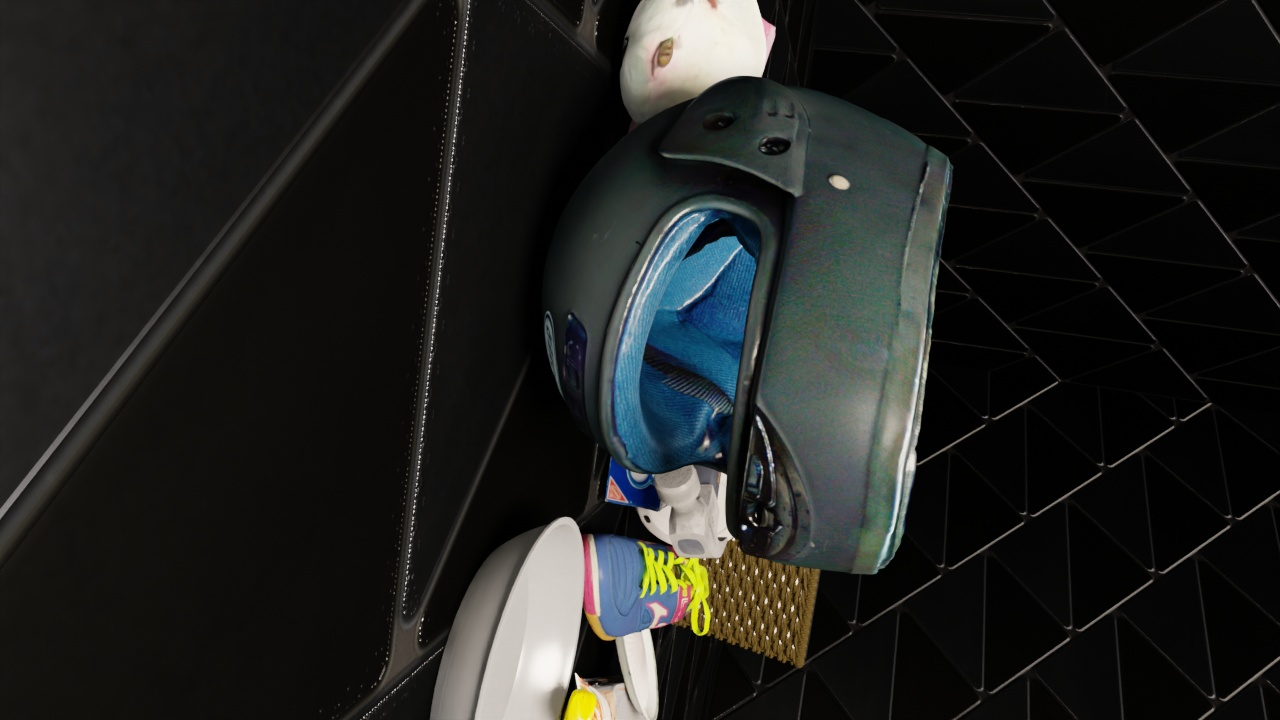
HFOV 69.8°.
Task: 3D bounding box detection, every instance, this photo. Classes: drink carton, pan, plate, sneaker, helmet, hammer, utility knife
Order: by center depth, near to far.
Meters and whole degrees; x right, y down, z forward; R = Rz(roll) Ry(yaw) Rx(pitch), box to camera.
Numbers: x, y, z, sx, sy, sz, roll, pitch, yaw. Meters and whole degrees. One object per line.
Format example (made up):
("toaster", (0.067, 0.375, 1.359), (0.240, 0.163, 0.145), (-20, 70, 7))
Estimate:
("pan", (-0.094, 0.233, 0.508), (0.355, 0.051, 0.201), (-62, 158, -58))
("helmet", (0.055, -0.029, 0.569), (0.249, 0.236, 0.315), (87, 19, -44))
("utility knife", (-0.058, 0.289, 0.708), (0.214, 0.020, 0.028), (110, -1, -57))
("drink carton", (-0.046, 0.300, 0.770), (0.122, 0.039, 0.069), (91, -13, -68))
("sneaker", (0.010, 0.189, 0.824), (0.242, 0.091, 0.116), (48, 34, -68))
("hammer", (0.068, 0.047, 0.865), (0.311, 0.035, 0.139), (-75, 155, -46))
("plate", (-0.006, 0.291, 0.943), (0.157, 0.014, 0.157), (-12, 89, -84))

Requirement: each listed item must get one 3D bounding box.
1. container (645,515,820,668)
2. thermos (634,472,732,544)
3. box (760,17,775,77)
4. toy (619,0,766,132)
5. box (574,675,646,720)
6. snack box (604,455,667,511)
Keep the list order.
("container", (0.130, 0.204, 1.171), (0.320, 0.205, 0.177), (-53, 149, -66))
("thermos", (0.065, 0.093, 1.016), (0.221, 0.131, 0.132), (-76, 170, -60))
("box", (0.048, -0.169, 0.767), (0.098, 0.037, 0.232), (8, -101, 69))
("toy", (0.032, -0.215, 0.692), (0.138, 0.101, 0.180), (-63, -176, -20))
("box", (-0.026, 0.363, 0.932), (0.216, 0.063, 0.081), (64, 25, -71))
("snack box", (0.014, 0.022, 0.854), (0.059, 0.059, 0.226), (-3, 101, -75))
